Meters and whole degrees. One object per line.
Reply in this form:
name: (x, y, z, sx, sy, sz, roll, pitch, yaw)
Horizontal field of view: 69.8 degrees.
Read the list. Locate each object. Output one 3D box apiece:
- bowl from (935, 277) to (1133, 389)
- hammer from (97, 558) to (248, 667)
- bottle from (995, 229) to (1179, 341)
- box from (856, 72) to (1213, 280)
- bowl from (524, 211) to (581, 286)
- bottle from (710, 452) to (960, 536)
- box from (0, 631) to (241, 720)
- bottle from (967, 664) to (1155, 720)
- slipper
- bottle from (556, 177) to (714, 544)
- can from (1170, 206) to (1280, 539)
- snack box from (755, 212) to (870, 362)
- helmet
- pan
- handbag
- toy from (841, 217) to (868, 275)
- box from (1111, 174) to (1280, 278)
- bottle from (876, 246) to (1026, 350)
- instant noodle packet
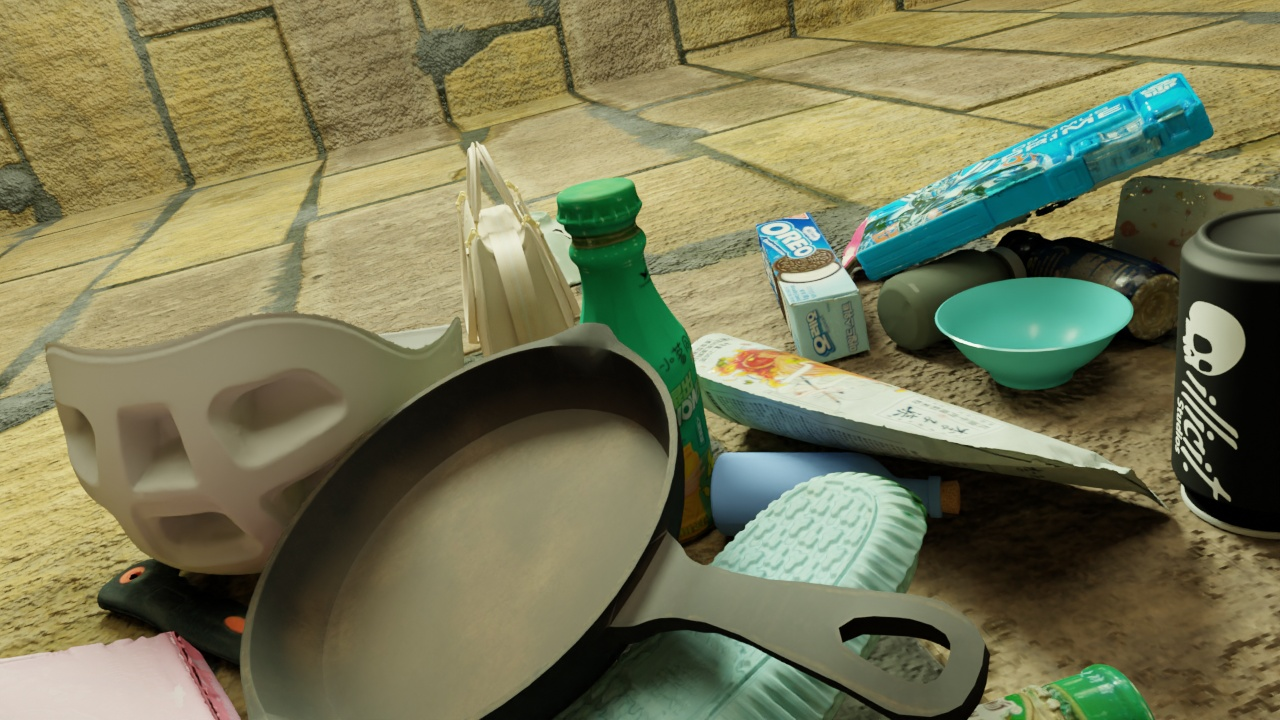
bowl: (0.266, -0.013, 0.625, 0.121, 0.046, 0.121, -10, 24, 5)
hammer: (-0.206, 0.159, 0.503, 0.334, 0.033, 0.132, 6, 31, 38)
bottle: (0.330, -0.063, 0.693, 0.056, 0.056, 0.160, -17, 25, -9)
box: (0.299, -0.141, 0.715, 0.244, 0.063, 0.174, -23, -3, 31)
bowl: (-0.118, -0.135, 1.059, 0.174, 0.068, 0.174, -12, 25, 6)
bottle: (0.107, 0.075, 0.508, 0.131, 0.048, 0.047, -2, 26, 21)
box: (-0.198, 0.174, 0.343, 0.099, 0.098, 0.233, -51, 37, -15)
bottle: (0.133, 0.149, 0.342, 0.110, 0.043, 0.042, -15, 24, -4)
slipper: (0.021, 0.152, 0.350, 0.275, 0.069, 0.116, -44, 24, -20)
bottle: (-0.003, 0.003, 0.520, 0.068, 0.210, 0.068, -11, 24, 5)
can: (0.304, 0.006, 0.442, 0.080, 0.146, 0.080, -10, 24, 4)
snack box: (0.145, -0.070, 0.799, 0.059, 0.059, 0.226, -14, 24, 7)
helmet: (-0.235, 0.027, 0.611, 0.224, 0.184, 0.282, -3, 20, 2)
pan: (-0.030, 0.088, 0.385, 0.357, 0.043, 0.248, 5, 49, 43)
handbag: (-0.116, -0.090, 0.795, 0.101, 0.198, 0.194, -16, 24, -8)
toy: (0.220, -0.112, 0.862, 0.066, 0.050, 0.102, -24, 3, 38)
box: (0.447, -0.066, 0.627, 0.107, 0.095, 0.216, 4, 14, -30)
bottle: (0.240, -0.051, 0.706, 0.108, 0.060, 0.060, -21, 25, -18)
instant noodle packet: (0.140, 0.031, 0.527, 0.146, 0.057, 0.270, 15, -1, -40)
